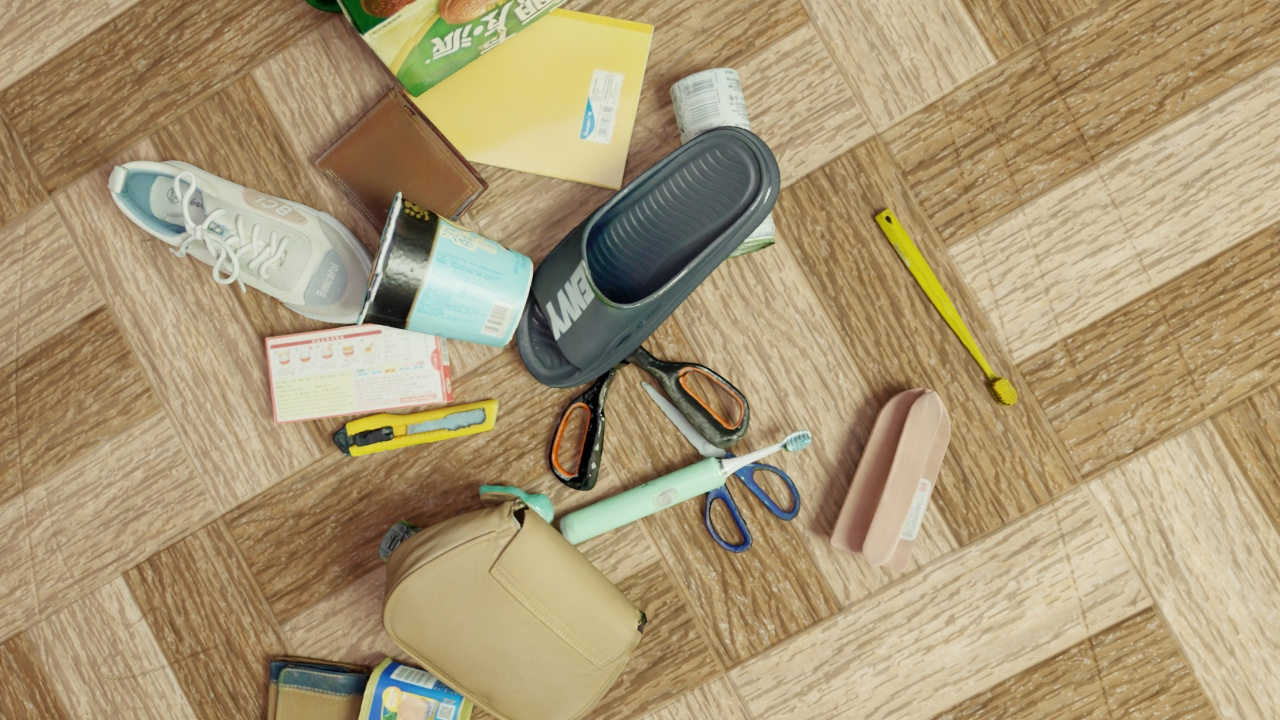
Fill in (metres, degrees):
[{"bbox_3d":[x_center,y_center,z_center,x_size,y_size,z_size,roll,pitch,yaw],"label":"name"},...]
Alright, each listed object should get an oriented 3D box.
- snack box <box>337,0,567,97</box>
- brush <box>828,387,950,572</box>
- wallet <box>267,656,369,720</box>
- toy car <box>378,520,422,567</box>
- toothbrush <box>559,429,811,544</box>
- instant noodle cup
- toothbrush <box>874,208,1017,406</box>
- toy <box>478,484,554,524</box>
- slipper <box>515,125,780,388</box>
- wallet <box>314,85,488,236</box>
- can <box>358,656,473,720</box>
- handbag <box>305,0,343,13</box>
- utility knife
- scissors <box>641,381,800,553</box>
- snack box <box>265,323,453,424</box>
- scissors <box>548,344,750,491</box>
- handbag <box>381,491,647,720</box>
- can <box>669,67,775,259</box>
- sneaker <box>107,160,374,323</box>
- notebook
[{"bbox_3d":[-0.115,-0.316,0.731,0.240,0.114,0.063,-32,83,1],"label":"snack box"},{"bbox_3d":[0.204,0.091,0.729,0.063,0.073,0.145,21,91,6],"label":"brush"},{"bbox_3d":[-0.287,0.322,0.805,0.090,0.033,0.115,6,94,5],"label":"wallet"},{"bbox_3d":[-0.179,0.173,0.788,0.091,0.036,0.043,33,92,3],"label":"toy car"},{"bbox_3d":[0.036,0.103,0.759,0.225,0.027,0.026,-23,111,11],"label":"toothbrush"},{"bbox_3d":[-0.155,-0.065,0.745,0.120,0.111,0.111,17,92,-19],"label":"instant noodle cup"},{"bbox_3d":[0.251,-0.043,0.750,0.016,0.016,0.190,-33,87,4],"label":"toothbrush"},{"bbox_3d":[-0.097,0.155,0.785,0.096,0.030,0.092,11,96,-1],"label":"toy"},{"bbox_3d":[-0.013,-0.083,0.715,0.269,0.083,0.110,-40,75,20],"label":"slipper"},{"bbox_3d":[-0.205,-0.157,0.786,0.101,0.032,0.124,-42,90,13],"label":"wallet"},{"bbox_3d":[-0.194,0.315,0.781,0.083,0.057,0.102,14,92,3],"label":"can"},{"bbox_3d":[-0.229,-0.338,0.745,0.120,0.131,0.068,-9,93,3],"label":"handbag"},{"bbox_3d":[-0.196,0.057,0.800,0.154,0.015,0.033,-11,92,6],"label":"utility knife"},{"bbox_3d":[0.070,0.077,0.774,0.140,0.012,0.171,-5,89,8],"label":"scissors"},{"bbox_3d":[-0.245,0.008,0.799,0.156,0.027,0.077,-7,90,6],"label":"snack box"},{"bbox_3d":[-0.009,0.009,0.772,0.221,0.021,0.234,24,94,11],"label":"scissors"},{"bbox_3d":[-0.100,0.197,0.728,0.148,0.099,0.204,-36,118,8],"label":"handbag"},{"bbox_3d":[0.067,-0.160,0.749,0.058,0.058,0.146,-13,89,6],"label":"can"},{"bbox_3d":[-0.335,-0.107,0.777,0.242,0.090,0.089,26,94,5],"label":"sneaker"},{"bbox_3d":[-0.103,-0.236,0.791,0.206,0.010,0.146,12,91,6],"label":"notebook"}]
